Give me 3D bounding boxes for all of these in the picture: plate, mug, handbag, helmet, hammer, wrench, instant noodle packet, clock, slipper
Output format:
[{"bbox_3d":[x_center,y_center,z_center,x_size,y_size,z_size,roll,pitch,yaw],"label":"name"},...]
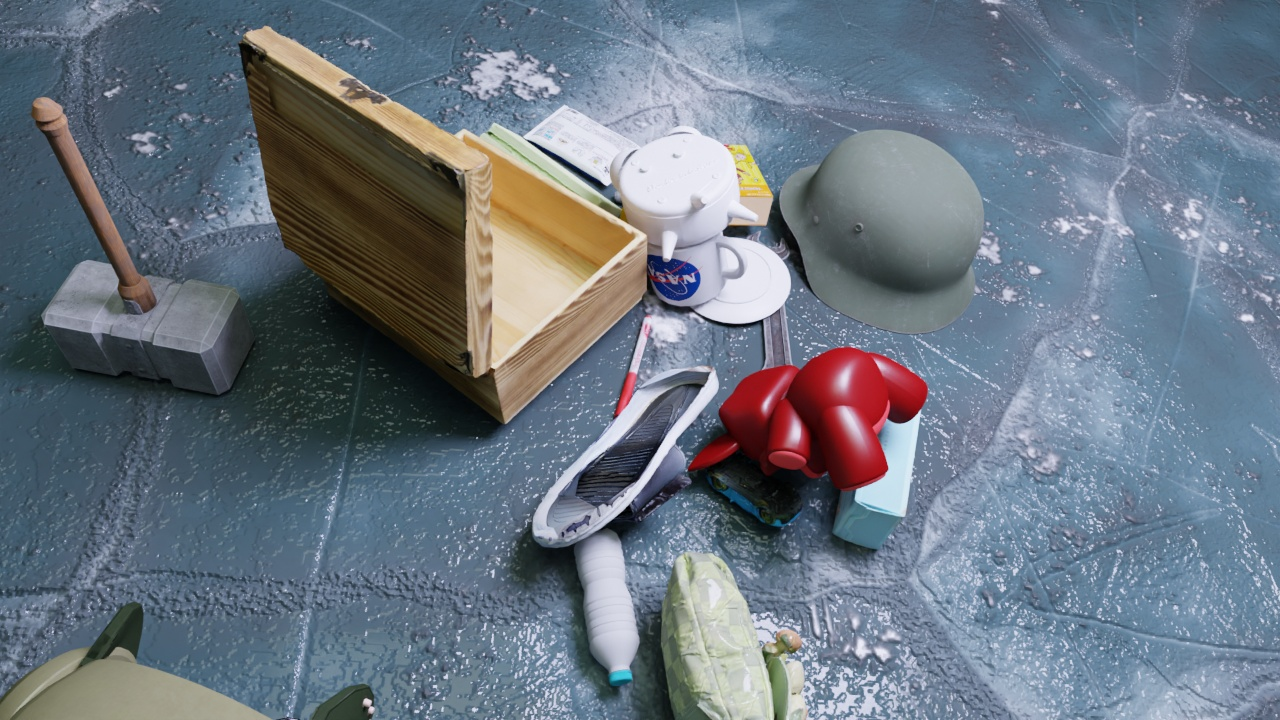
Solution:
[{"bbox_3d":[0.109,-0.099,1.079,0.134,0.011,0.134,0,53,0],"label":"plate"},{"bbox_3d":[0.063,-0.121,1.028,0.121,0.090,0.090,13,57,23],"label":"mug"},{"bbox_3d":[0.081,0.254,0.768,0.116,0.113,0.186,1,53,-17],"label":"handbag"},{"bbox_3d":[0.297,-0.180,1.086,0.268,0.154,0.226,38,58,18],"label":"helmet"},{"bbox_3d":[-0.468,-0.101,0.814,0.163,0.318,0.082,11,53,-1],"label":"hammer"},{"bbox_3d":[0.155,-0.047,1.059,0.070,0.010,0.272,5,53,-5],"label":"wrench"},{"bbox_3d":[-0.301,0.300,0.573,0.250,0.256,0.232,17,50,6],"label":"helmet"},{"bbox_3d":[-0.071,-0.280,1.185,0.134,0.026,0.086,32,56,15],"label":"instant noodle packet"},{"bbox_3d":[0.039,-0.190,0.980,0.125,0.073,0.160,-25,51,-6],"label":"clock"},{"bbox_3d":[0.000,0.098,0.886,0.111,0.063,0.263,-8,31,38],"label":"slipper"}]

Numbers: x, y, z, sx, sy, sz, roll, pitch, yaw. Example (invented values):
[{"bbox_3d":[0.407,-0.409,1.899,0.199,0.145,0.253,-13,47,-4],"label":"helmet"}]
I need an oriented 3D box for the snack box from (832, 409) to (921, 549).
[{"bbox_3d":[0.242,0.096,0.926,0.053,0.075,0.174,18,54,6],"label":"snack box"}]

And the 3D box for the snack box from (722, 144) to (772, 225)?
[{"bbox_3d":[0.101,-0.219,1.137,0.088,0.040,0.125,-1,41,-12],"label":"snack box"}]

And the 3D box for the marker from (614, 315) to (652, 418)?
[{"bbox_3d":[-0.006,0.006,0.996,0.013,0.013,0.141,14,53,2],"label":"marker"}]

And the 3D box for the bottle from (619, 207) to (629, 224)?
[{"bbox_3d":[-0.009,-0.145,1.085,0.043,0.043,0.143,12,53,0],"label":"bottle"}]

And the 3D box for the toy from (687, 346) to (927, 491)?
[{"bbox_3d":[0.156,0.055,0.878,0.120,0.198,0.158,55,51,-19],"label":"toy"}]

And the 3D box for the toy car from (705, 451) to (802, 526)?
[{"bbox_3d":[0.111,0.128,0.909,0.105,0.032,0.048,32,48,29],"label":"toy car"}]

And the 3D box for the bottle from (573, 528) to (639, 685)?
[{"bbox_3d":[-0.029,0.219,0.816,0.044,0.044,0.136,-5,55,-12],"label":"bottle"}]

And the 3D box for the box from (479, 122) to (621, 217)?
[{"bbox_3d":[-0.124,-0.208,1.124,0.188,0.082,0.098,41,103,20],"label":"box"}]

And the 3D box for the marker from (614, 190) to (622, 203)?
[{"bbox_3d":[0.038,-0.198,1.147,0.140,0.016,0.016,6,54,-4],"label":"marker"}]

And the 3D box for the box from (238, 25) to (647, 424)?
[{"bbox_3d":[-0.188,-0.149,0.868,0.279,0.337,0.285,34,62,21],"label":"box"}]
